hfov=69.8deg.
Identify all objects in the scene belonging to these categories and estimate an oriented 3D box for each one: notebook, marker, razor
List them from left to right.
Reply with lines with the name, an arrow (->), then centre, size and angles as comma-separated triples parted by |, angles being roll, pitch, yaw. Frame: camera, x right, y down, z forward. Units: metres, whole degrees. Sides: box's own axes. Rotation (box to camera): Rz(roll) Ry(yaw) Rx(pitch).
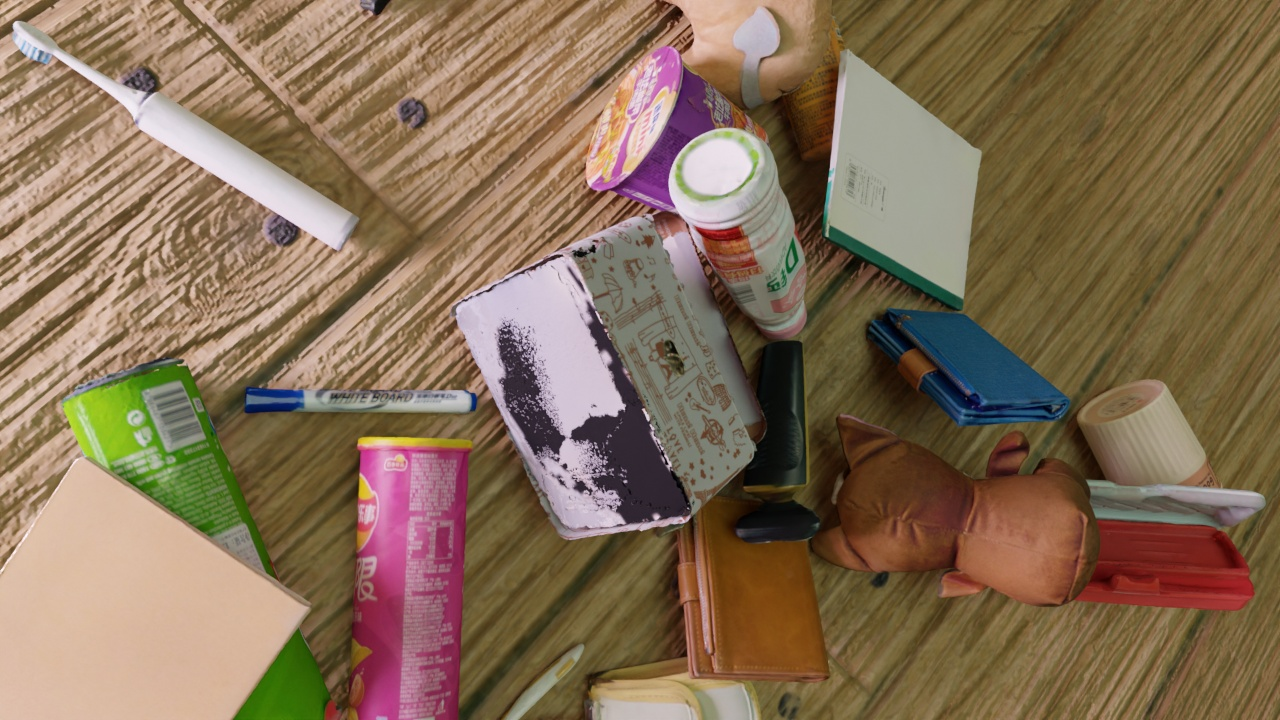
notebook -> -0.296, 0.175, 0.493 | 0.148, 0.008, 0.207 | 35, 92, -3
marker -> -0.180, 0.027, 0.601 | 0.145, 0.017, 0.017 | 2, 84, -22
razor -> 0.105, 0.058, 0.683 | 0.067, 0.062, 0.167 | 43, 45, -47
notebook -> 0.216, -0.138, 0.742 | 0.209, 0.012, 0.150 | 17, 77, -42

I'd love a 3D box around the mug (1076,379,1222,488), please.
mug -> 0.463, 0.074, 0.830 | 0.114, 0.082, 0.106 | -35, 97, -37

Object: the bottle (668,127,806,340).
bottle -> 0.079, -0.076, 0.639 | 0.068, 0.068, 0.197 | -63, 150, -15

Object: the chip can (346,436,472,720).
chip can -> -0.146, 0.154, 0.574 | 0.071, 0.071, 0.210 | 4, 84, -22

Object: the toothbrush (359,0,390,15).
toothbrush -> -0.133, -0.326, 0.652 | 0.027, 0.026, 0.212 | 26, 74, 18

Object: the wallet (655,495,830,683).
wallet -> 0.074, 0.162, 0.660 | 0.119, 0.035, 0.130 | 7, 56, -17

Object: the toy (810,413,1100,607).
toy -> 0.236, 0.115, 0.697 | 0.200, 0.130, 0.140 | 8, 95, 8

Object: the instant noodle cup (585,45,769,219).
instant noodle cup -> 0.031, -0.153, 0.662 | 0.099, 0.112, 0.111 | 22, 77, -28

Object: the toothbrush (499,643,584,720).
toothbrush -> -0.110, 0.255, 0.609 | 0.191, 0.016, 0.018 | -41, 92, -20

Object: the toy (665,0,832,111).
toy -> 0.065, -0.300, 0.680 | 0.144, 0.082, 0.226 | -15, 91, 17

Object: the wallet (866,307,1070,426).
wallet -> 0.257, 0.005, 0.730 | 0.106, 0.133, 0.040 | -1, 123, -23

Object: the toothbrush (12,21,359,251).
toothbrush -> -0.280, -0.139, 0.571 | 0.221, 0.026, 0.026 | 33, 35, -17

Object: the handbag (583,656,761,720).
handbag -> 0.000, 0.298, 0.629 | 0.178, 0.063, 0.163 | -2, 84, -19

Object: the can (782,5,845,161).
can -> 0.136, -0.237, 0.734 | 0.058, 0.058, 0.146 | -18, 92, -23

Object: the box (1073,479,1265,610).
box -> 0.390, 0.133, 0.743 | 0.201, 0.095, 0.099 | 3, 128, 5

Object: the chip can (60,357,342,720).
chip can -> -0.252, 0.118, 0.532 | 0.072, 0.072, 0.236 | -23, 94, -23

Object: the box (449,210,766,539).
box -> -0.003, 0.003, 0.617 | 0.167, 0.151, 0.182 | -32, 101, -44
